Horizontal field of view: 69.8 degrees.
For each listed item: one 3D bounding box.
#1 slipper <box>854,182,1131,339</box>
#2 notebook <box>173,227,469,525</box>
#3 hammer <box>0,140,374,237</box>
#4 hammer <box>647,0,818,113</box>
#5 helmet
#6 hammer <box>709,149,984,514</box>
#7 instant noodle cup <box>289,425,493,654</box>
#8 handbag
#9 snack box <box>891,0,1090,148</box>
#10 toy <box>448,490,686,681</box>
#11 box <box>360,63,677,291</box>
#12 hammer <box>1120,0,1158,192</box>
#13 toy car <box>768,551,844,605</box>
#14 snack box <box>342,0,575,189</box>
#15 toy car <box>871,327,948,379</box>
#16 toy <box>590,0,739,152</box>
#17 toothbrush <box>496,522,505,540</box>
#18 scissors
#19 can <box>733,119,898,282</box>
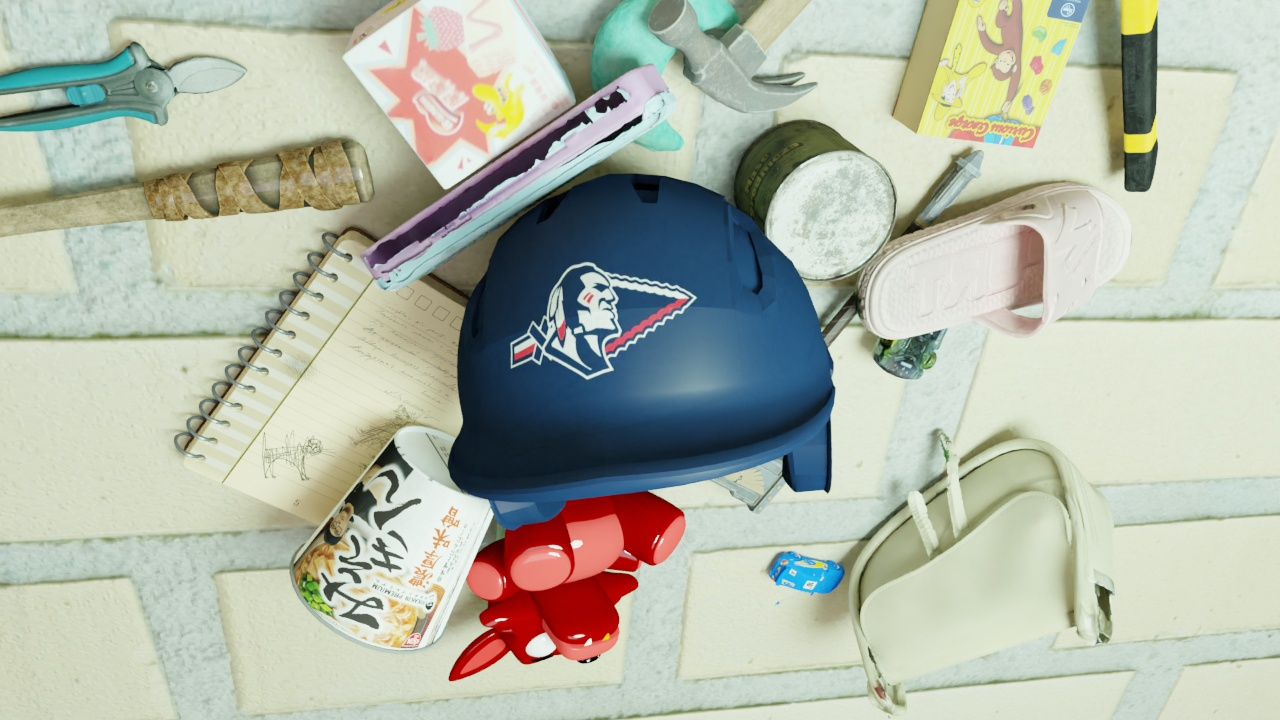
[{"bbox_3d":[0.270,-0.066,0.660,0.239,0.064,0.094,-15,119,-17],"label":"slipper"},{"bbox_3d":[-0.209,0.028,0.666,0.167,0.024,0.226,33,110,-28],"label":"notebook"},{"bbox_3d":[-0.327,-0.095,0.558,0.318,0.049,0.122,-10,120,-7],"label":"hammer"},{"bbox_3d":[0.149,-0.285,0.540,0.331,0.030,0.119,-47,138,11],"label":"hammer"},{"bbox_3d":[-0.003,0.003,0.549,0.232,0.271,0.223,-8,113,10],"label":"helmet"},{"bbox_3d":[0.148,-0.025,0.699,0.098,0.044,0.323,29,109,-25],"label":"hammer"},{"bbox_3d":[-0.165,0.121,0.659,0.123,0.123,0.122,27,104,-25],"label":"instant noodle cup"},{"bbox_3d":[0.270,0.172,0.770,0.132,0.183,0.230,38,124,-26],"label":"handbag"},{"bbox_3d":[0.231,-0.210,0.599,0.088,0.040,0.126,3,120,-13],"label":"snack box"},{"bbox_3d":[-0.063,0.182,0.737,0.158,0.120,0.198,-7,130,-37],"label":"toy"},{"bbox_3d":[-0.074,-0.108,0.557,0.215,0.076,0.033,-28,102,20],"label":"box"},{"bbox_3d":[0.308,-0.235,0.567,0.034,0.169,0.325,8,144,35],"label":"hammer"},{"bbox_3d":[0.150,0.206,0.824,0.092,0.061,0.033,17,116,-20],"label":"toy car"},{"bbox_3d":[-0.104,-0.171,0.532,0.095,0.079,0.093,-31,121,8],"label":"snack box"},{"bbox_3d":[0.216,-0.037,0.707,0.048,0.033,0.105,21,102,-25],"label":"toy car"},{"bbox_3d":[0.009,-0.187,0.576,0.085,0.033,0.105,11,118,-30],"label":"toy"},{"bbox_3d":[-0.110,0.117,0.745,0.022,0.015,0.155,17,121,18],"label":"toothbrush"},{"bbox_3d":[-0.309,-0.152,0.539,0.136,0.019,0.138,25,112,-27],"label":"scissors"},{"bbox_3d":[0.116,-0.109,0.619,0.090,0.074,0.090,-6,121,-10],"label":"can"}]
